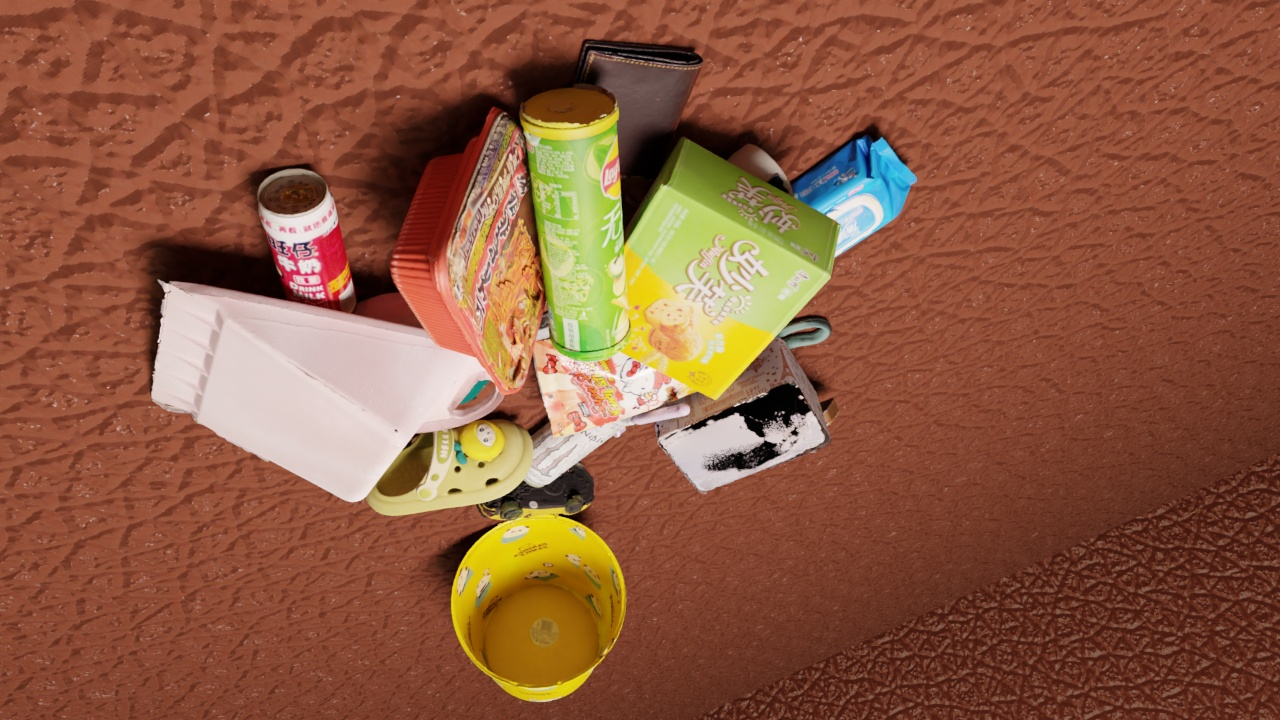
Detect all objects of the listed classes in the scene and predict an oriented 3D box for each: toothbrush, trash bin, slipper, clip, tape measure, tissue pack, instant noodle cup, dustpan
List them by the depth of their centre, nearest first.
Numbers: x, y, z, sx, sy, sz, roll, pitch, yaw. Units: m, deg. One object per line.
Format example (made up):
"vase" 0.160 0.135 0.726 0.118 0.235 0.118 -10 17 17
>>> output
"instant noodle cup" -0.126 -0.080 0.715 0.079 0.164 0.189 5 150 14
"tape measure" 0.102 -0.154 0.801 0.033 0.066 0.066 -42 150 -5
"dustpan" -0.267 0.012 0.807 0.273 0.138 0.223 36 142 -13
"tissue pack" 0.186 -0.145 0.881 0.157 0.052 0.095 -34 146 19
"clip" -0.107 -0.030 0.914 0.057 0.029 0.025 -20 147 17
"tape measure" -0.189 0.025 0.938 0.058 0.025 0.055 10 135 -39
"slipper" -0.212 0.110 0.994 0.190 0.091 0.082 -16 145 -4
"toothbrush" 0.009 0.066 1.032 0.021 0.029 0.190 15 165 -22
"trash bin" -0.142 0.373 1.312 0.229 0.229 0.256 -14 152 -12

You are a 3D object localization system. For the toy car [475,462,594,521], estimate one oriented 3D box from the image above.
"toy car" -0.128 0.163 1.135 0.155 0.071 0.041 -1 141 -31

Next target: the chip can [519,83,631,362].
"chip can" -0.047 -0.099 0.724 0.072 0.072 0.222 -14 131 -13

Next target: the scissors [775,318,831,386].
"scissors" 0.154 0.010 1.125 0.172 0.019 0.179 -22 149 -2

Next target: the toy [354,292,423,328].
"toy" -0.238 -0.019 0.821 0.159 0.054 0.122 0 146 -19

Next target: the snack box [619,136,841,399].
"snack box" 0.052 -0.072 0.810 0.157 0.069 0.211 27 140 -9

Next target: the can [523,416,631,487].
"can" -0.080 0.087 1.063 0.147 0.058 0.058 -38 145 24

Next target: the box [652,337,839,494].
"box" 0.140 0.082 1.117 0.179 0.124 0.273 -24 155 17

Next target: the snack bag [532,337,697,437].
"snack bag" -0.006 0.006 0.972 0.207 0.073 0.129 -17 123 -8

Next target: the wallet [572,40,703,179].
"wallet" -0.013 -0.193 0.725 0.096 0.020 0.123 -1 144 -21

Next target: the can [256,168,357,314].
"can" -0.256 -0.083 0.710 0.053 0.053 0.133 -12 147 -15
